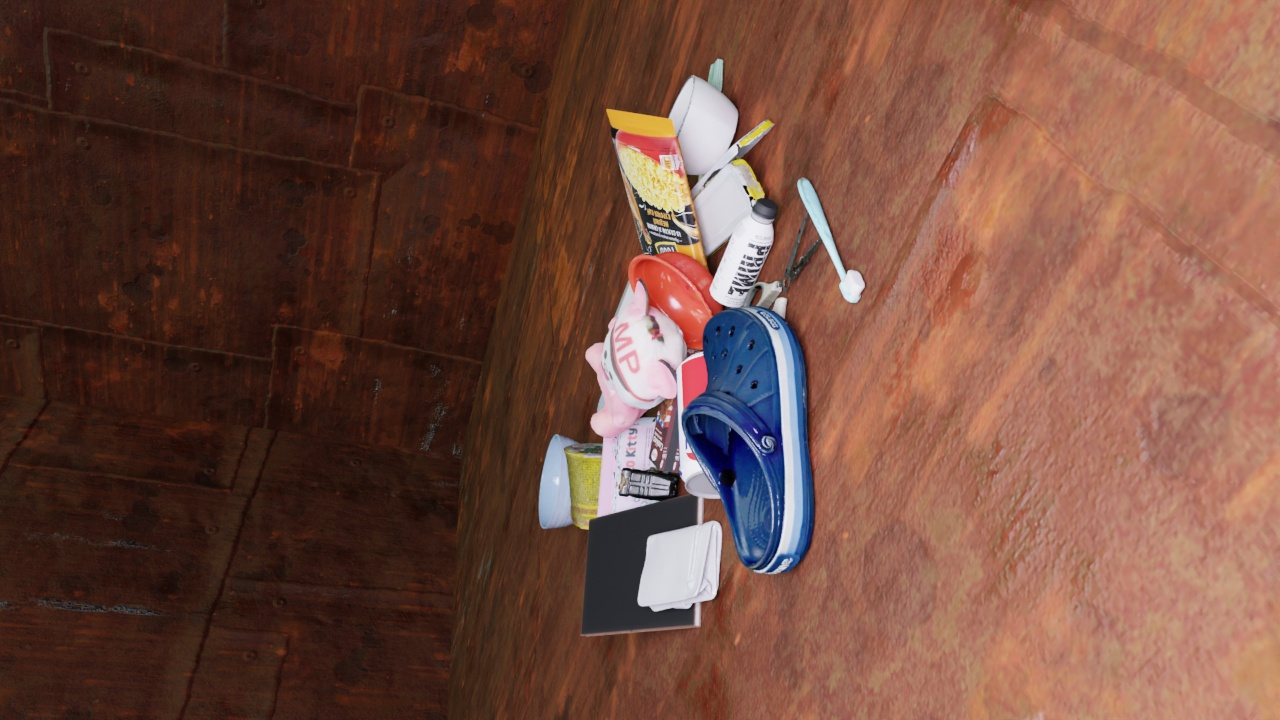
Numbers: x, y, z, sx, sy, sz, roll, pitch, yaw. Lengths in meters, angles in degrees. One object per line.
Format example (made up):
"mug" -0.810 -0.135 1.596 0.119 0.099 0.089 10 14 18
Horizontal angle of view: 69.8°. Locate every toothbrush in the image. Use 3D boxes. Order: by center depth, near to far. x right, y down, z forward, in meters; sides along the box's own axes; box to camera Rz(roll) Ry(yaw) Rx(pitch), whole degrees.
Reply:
"toothbrush" 0.160 -0.110 0.784 0.180 0.016 0.017 -100 21 -49

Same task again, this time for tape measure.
"tape measure" 0.014 0.143 1.070 0.062 0.067 0.038 30 -115 -75

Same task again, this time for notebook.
"notebook" -0.001 0.234 1.040 0.210 0.008 0.141 -24 55 49

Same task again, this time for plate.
"plate" -0.021 -0.068 1.285 0.230 0.021 0.230 -162 93 -86

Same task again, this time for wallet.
"wallet" 0.043 0.214 0.949 0.116 0.032 0.086 -26 47 55

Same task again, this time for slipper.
"slipper" 0.087 0.057 0.791 0.105 0.095 0.252 122 147 -55

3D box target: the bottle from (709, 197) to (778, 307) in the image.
"bottle" 0.107 -0.110 0.926 0.041 0.041 0.116 -99 24 -50

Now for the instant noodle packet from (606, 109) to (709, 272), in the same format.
"instant noodle packet" 0.023 -0.178 1.065 0.160 0.032 0.221 33 144 57

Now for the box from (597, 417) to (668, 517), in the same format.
"box" 0.000 0.176 1.156 0.101 0.103 0.201 36 -124 -62

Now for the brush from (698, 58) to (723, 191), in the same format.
"brush" 0.084 -0.274 1.168 0.033 0.012 0.217 176 102 -75

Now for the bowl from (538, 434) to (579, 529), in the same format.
"bowl" -0.110 0.197 1.462 0.151 0.074 0.150 -171 91 -75

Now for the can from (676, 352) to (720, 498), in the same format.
"can" 0.072 0.062 0.895 0.070 0.070 0.131 120 154 -53

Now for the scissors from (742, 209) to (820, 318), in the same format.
"scissors" 0.129 -0.060 0.869 0.169 0.012 0.157 171 106 -74

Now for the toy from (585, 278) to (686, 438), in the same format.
"toy" -0.006 0.006 1.058 0.214 0.084 0.141 124 144 -63

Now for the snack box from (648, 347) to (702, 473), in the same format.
"snack box" 0.044 0.056 1.069 0.051 0.031 0.141 -141 62 -73

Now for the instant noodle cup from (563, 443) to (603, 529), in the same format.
"instant noodle cup" -0.059 0.174 1.273 0.102 0.102 0.108 -161 72 -75

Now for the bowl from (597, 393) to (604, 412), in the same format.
"bowl" -0.033 0.058 1.297 0.106 0.039 0.106 -160 91 -77

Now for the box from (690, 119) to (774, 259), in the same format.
"box" 0.100 -0.184 1.036 0.084 0.080 0.211 57 160 1

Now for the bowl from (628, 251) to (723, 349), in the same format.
"bowl" 0.048 -0.076 1.027 0.045 0.130 0.131 -42 1 -23

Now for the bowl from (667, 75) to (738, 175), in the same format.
"bowl" 0.069 -0.272 1.091 0.116 0.065 0.116 -162 91 -78
